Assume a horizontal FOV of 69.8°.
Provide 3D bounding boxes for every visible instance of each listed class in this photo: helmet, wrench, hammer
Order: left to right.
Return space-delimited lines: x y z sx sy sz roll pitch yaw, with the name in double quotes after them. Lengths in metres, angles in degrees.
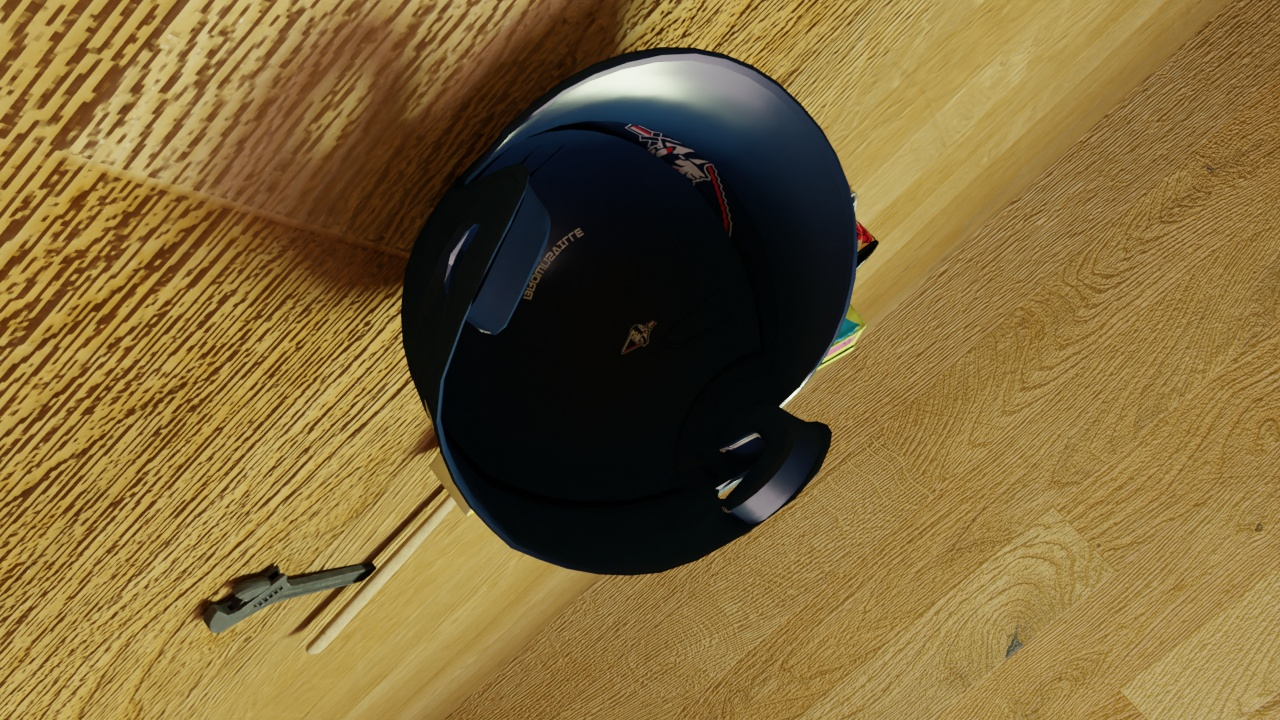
-0.321 0.216 0.878 0.073 0.018 0.273 -43 168 2 "wrench"
-0.248 0.203 0.978 0.331 0.031 0.119 -49 166 11 "hammer"
-0.005 -0.040 0.517 0.272 0.232 0.223 -47 -155 9 "helmet"

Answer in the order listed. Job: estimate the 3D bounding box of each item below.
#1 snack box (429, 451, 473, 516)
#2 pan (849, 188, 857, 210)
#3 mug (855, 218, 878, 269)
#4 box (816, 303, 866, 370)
-0.082 0.066 0.887 0.229 0.061 0.110 -15 150 -54 "snack box"
0.247 -0.125 1.324 0.187 0.055 0.358 -33 152 -23 "pan"
0.195 -0.130 1.048 0.118 0.098 0.082 -38 167 -13 "mug"
0.168 -0.025 1.202 0.220 0.124 0.081 -31 162 -14 "box"
